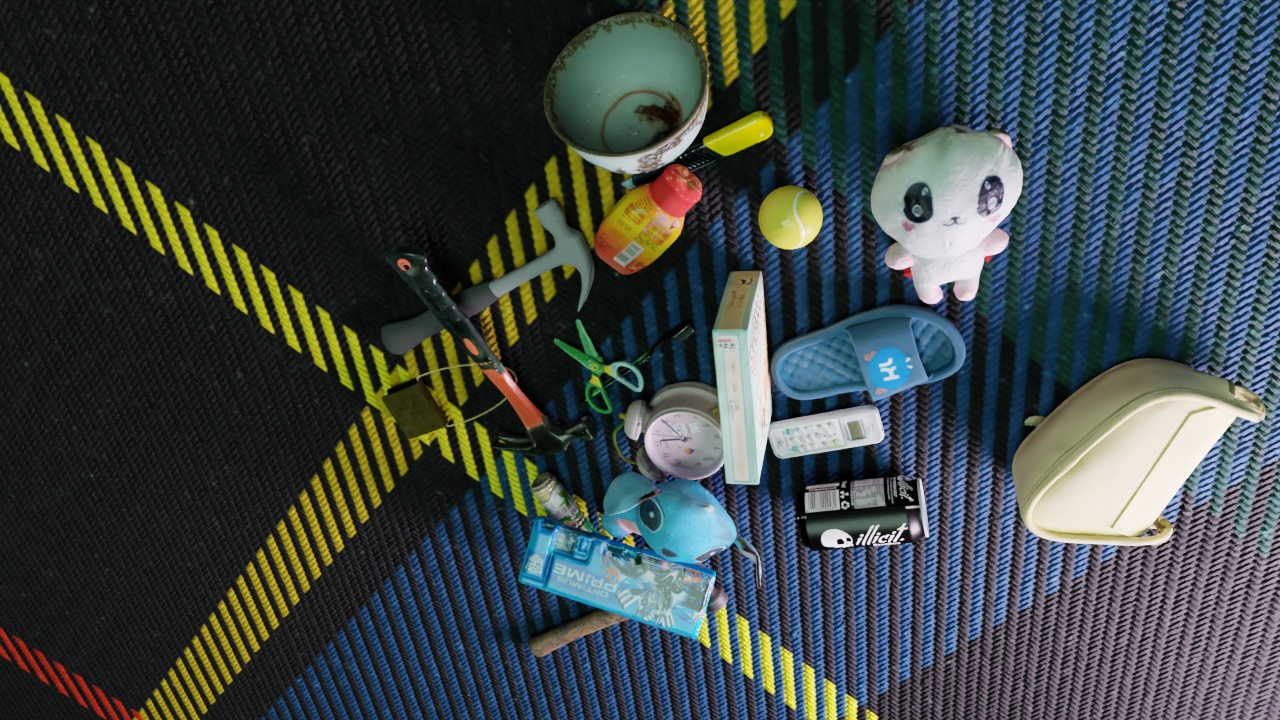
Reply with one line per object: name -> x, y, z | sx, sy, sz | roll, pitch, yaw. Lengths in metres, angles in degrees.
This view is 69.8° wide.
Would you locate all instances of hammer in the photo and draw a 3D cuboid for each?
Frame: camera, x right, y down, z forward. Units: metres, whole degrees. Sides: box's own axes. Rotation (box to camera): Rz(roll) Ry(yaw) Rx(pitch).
hammer -> -0.190, -0.074, 1.099 | 0.312, 0.029, 0.125 | -24, 112, 25
hammer -> -0.191, -0.006, 1.111 | 0.133, 0.033, 0.333 | -19, 122, 24
hammer -> -0.041, 0.357, 1.320 | 0.331, 0.033, 0.120 | -30, 105, 27

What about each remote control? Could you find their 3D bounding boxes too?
remote control -> 0.220, 0.084, 1.096 | 0.133, 0.022, 0.050 | -12, 116, 20

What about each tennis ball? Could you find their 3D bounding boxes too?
tennis ball -> 0.155, -0.148, 0.948 | 0.065, 0.065, 0.065 | 6, 121, 10

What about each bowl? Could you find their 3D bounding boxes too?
bowl -> -0.004, -0.246, 0.900 | 0.160, 0.159, 0.094 | -1, 161, 14

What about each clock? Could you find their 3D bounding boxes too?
clock -> 0.042, 0.091, 1.122 | 0.158, 0.058, 0.117 | -8, 118, 19

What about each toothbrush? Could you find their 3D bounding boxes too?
toothbrush -> -0.007, 0.006, 1.111 | 0.188, 0.014, 0.017 | -35, 124, 30

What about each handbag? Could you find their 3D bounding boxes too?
handbag -> 0.529, 0.100, 1.001 | 0.191, 0.088, 0.233 | 18, 120, -4
handbag -> -0.241, 0.044, 1.188 | 0.178, 0.027, 0.084 | -19, 116, 17

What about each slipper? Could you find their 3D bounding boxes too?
slipper -> 0.247, -0.002, 1.018 | 0.214, 0.059, 0.104 | -11, 115, 21

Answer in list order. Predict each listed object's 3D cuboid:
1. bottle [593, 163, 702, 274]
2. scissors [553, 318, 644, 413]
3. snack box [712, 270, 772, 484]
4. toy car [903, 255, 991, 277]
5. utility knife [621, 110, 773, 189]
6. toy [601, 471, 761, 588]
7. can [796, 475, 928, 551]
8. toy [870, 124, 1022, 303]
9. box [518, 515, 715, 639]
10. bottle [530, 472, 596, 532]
bottle -> 0.010, -0.152, 0.980 | 0.071, 0.048, 0.135 | 37, 130, -14
scissors -> -0.047, 0.003, 1.109 | 0.113, 0.012, 0.131 | -12, 107, 26
snack box -> 0.113, 0.018, 1.012 | 0.044, 0.141, 0.194 | 0, 120, 14
toy car -> 0.317, -0.114, 0.953 | 0.090, 0.025, 0.038 | -10, 112, 21
utility knife -> 0.057, -0.214, 0.959 | 0.174, 0.020, 0.029 | -21, 128, 23
toy -> 0.048, 0.207, 1.140 | 0.224, 0.098, 0.192 | 28, 159, -12
can -> 0.268, 0.185, 1.110 | 0.146, 0.080, 0.080 | -9, 118, 18
toy -> 0.296, -0.139, 0.893 | 0.139, 0.101, 0.180 | -6, 114, 9
box -> -0.030, 0.289, 1.226 | 0.243, 0.113, 0.114 | 16, 95, 6
bottle -> -0.104, 0.201, 1.234 | 0.043, 0.042, 0.110 | -25, 110, 25
